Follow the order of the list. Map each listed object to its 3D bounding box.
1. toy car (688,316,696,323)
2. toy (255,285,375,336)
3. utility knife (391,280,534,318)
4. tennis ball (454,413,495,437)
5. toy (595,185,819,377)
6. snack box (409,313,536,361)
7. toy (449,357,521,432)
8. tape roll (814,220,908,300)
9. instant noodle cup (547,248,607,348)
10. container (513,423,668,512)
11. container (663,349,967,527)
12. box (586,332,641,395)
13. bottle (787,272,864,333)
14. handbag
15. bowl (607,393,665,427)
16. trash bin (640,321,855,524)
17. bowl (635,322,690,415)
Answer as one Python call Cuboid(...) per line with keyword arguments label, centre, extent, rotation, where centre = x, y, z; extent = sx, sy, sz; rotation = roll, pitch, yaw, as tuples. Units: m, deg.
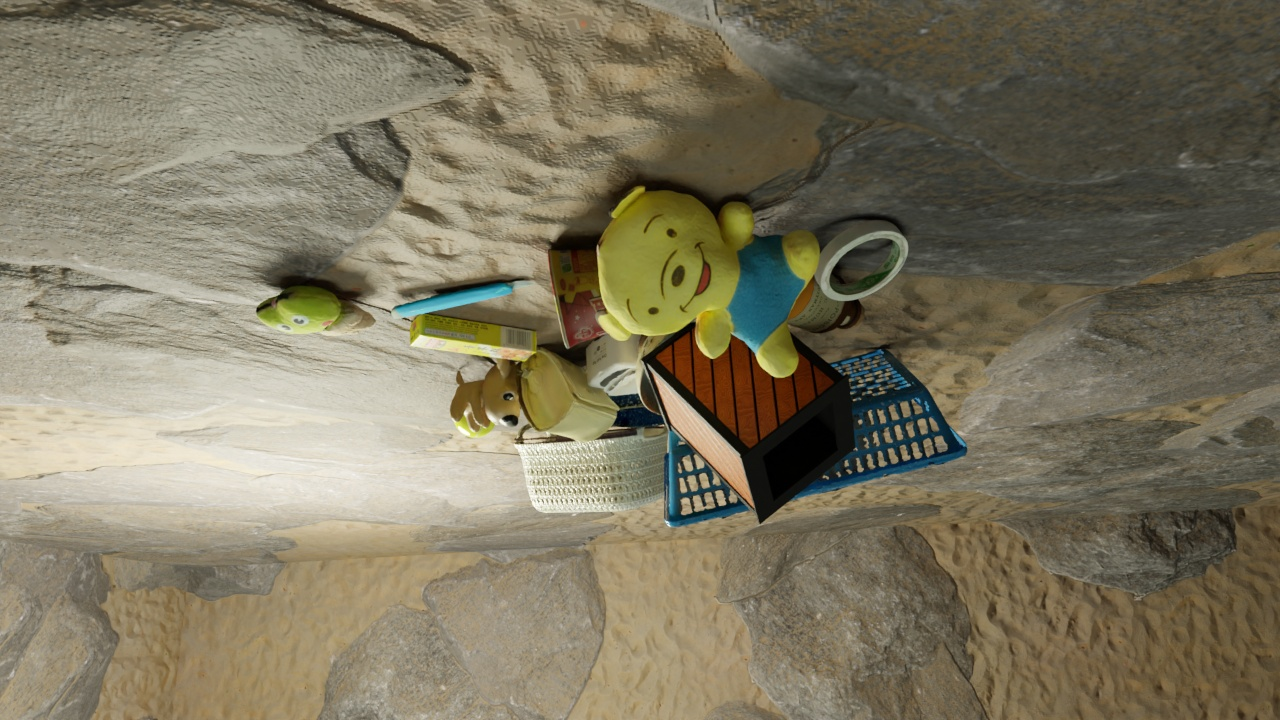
Cuboid(label="toy car", centre=(0.060, -0.064, 0.992), extent=(0.113, 0.048, 0.040), rotation=(-9, 155, 23))
Cuboid(label="toy", centre=(-0.349, -0.049, 1.001), extent=(0.092, 0.043, 0.117), rotation=(-18, 157, 37))
Cuboid(label="utility knife", centre=(-0.199, -0.068, 1.005), extent=(0.175, 0.015, 0.031), rotation=(-9, 163, 15))
Cuboid(label="tennis ball", centre=(-0.246, 0.082, 1.368), extent=(0.065, 0.065, 0.065), rotation=(-2, 162, -1))
Cuboid(label="toy", centre=(0.055, -0.075, 0.837), extent=(0.213, 0.149, 0.084), rotation=(10, -168, -19))
Cuboid(label="snack box", centre=(-0.200, -0.027, 1.106), extent=(0.147, 0.029, 0.040), rotation=(8, 158, -29))
Cuboid(label="toy", centre=(-0.198, 0.045, 1.230), extent=(0.108, 0.105, 0.134), rotation=(-19, 154, 14))
Cuboid(label="tape roll", centre=(0.216, -0.097, 0.899), extent=(0.093, 0.018, 0.094), rotation=(-14, 143, -11))
Cuboid(label="instant noodle cup", centre=(-0.028, -0.070, 0.907), extent=(0.112, 0.100, 0.100), rotation=(-9, 162, -1))
Cuboid(label="container", centre=(-0.073, 0.163, 1.469), extent=(0.252, 0.143, 0.184), rotation=(-7, 178, 31))
Cuboid(label="container", centre=(0.195, 0.084, 1.169), extent=(0.362, 0.089, 0.257), rotation=(-15, -167, 5))
Cuboid(label="box", centre=(-0.007, 0.018, 1.162), extent=(0.102, 0.095, 0.108), rotation=(9, 161, -26))
Cuboid(label="bottle", centre=(0.181, -0.065, 0.970), extent=(0.156, 0.067, 0.068), rotation=(15, 155, -41))
Cuboid(label="handbag", centre=(-0.102, 0.044, 1.206), extent=(0.081, 0.111, 0.119), rotation=(-38, 153, 14))
Cuboid(label="bowl", centre=(-0.001, 0.055, 1.320), extent=(0.114, 0.060, 0.114), rotation=(-4, 160, -1))
Cuboid(label="trash bin", centre=(0.120, 0.048, 1.006), extent=(0.139, 0.172, 0.140), rotation=(-36, 142, -12))
Cuboid(label="bowl", centre=(0.043, -0.011, 1.077), extent=(0.145, 0.063, 0.145), rotation=(-24, 139, -24))
